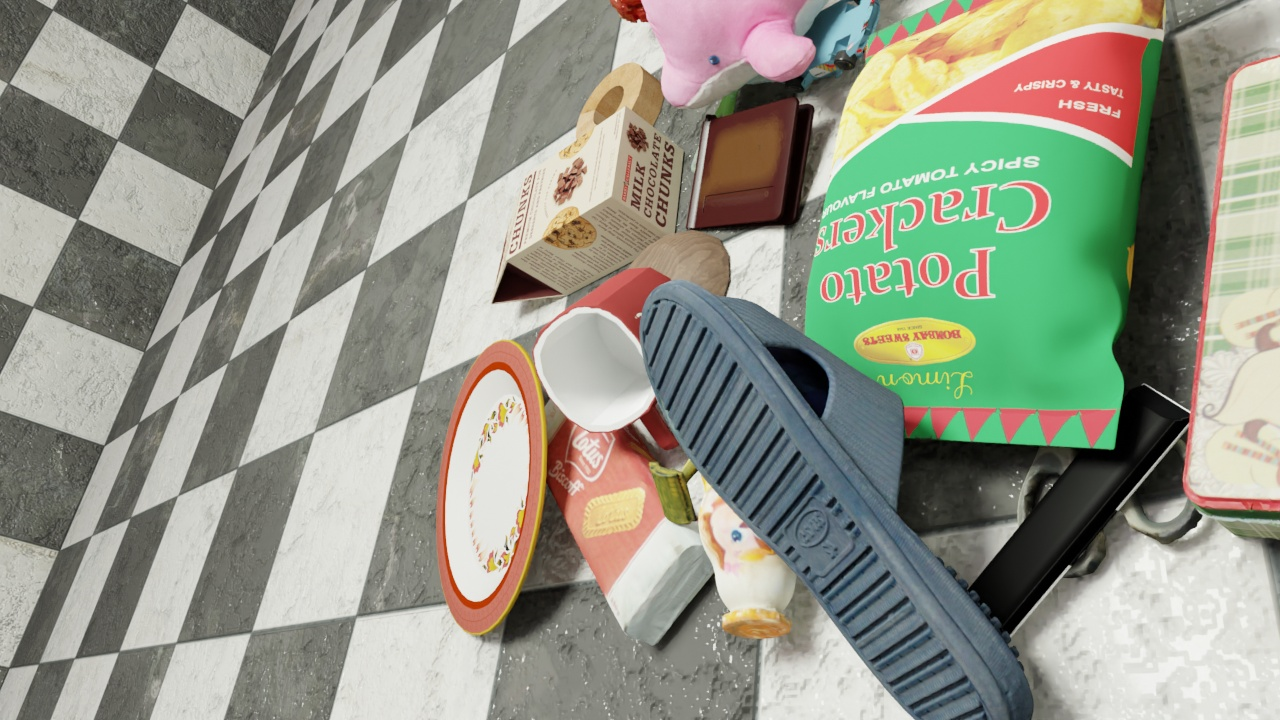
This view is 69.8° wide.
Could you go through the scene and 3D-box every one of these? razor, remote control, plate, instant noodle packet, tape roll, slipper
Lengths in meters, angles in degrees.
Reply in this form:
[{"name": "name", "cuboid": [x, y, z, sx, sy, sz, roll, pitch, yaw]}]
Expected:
[{"name": "razor", "cuboid": [0.044, 0.050, 0.566, 0.026, 0.042, 0.105, 12, 45, 36]}, {"name": "remote control", "cuboid": [0.184, 0.065, 0.394, 0.124, 0.011, 0.028, -58, 30, 15]}, {"name": "plate", "cuboid": [-0.115, 0.098, 0.726, 0.230, 0.021, 0.229, -27, 59, 56]}, {"name": "instant noodle packet", "cuboid": [0.165, -0.083, 0.469, 0.196, 0.090, 0.252, -3, 72, 60]}, {"name": "tape roll", "cuboid": [-0.021, -0.236, 0.874, 0.094, 0.027, 0.093, -31, 45, 36]}, {"name": "slipper", "cuboid": [0.098, 0.051, 0.439, 0.263, 0.082, 0.101, 52, 153, 24]}]

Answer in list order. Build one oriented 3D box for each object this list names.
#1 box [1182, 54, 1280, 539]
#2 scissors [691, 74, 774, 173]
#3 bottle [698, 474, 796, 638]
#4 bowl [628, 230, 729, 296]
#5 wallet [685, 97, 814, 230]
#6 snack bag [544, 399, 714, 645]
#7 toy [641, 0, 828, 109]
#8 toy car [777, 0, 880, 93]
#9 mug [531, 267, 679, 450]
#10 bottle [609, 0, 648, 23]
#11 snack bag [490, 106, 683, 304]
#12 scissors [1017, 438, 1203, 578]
[{"name": "box", "cuboid": [0.277, -0.032, 0.340, 0.118, 0.050, 0.205, -2, 64, 50]}, {"name": "scissors", "cuboid": [0.078, -0.231, 0.743, 0.171, 0.021, 0.172, -63, 22, 5]}, {"name": "bottle", "cuboid": [0.063, 0.095, 0.505, 0.063, 0.063, 0.108, -26, 48, 39]}, {"name": "bowl", "cuboid": [0.014, -0.052, 0.698, 0.118, 0.030, 0.117, -31, 45, 36]}, {"name": "wallet", "cuboid": [0.076, -0.144, 0.679, 0.116, 0.018, 0.091, 8, 90, 55]}, {"name": "snack bag", "cuboid": [-0.020, 0.089, 0.636, 0.077, 0.041, 0.225, -55, 36, 11]}, {"name": "toy", "cuboid": [0.081, -0.283, 0.629, 0.266, 0.127, 0.186, -40, 38, 37]}, {"name": "toy car", "cuboid": [0.141, -0.227, 0.658, 0.108, 0.027, 0.060, 4, 75, 66]}, {"name": "mug", "cuboid": [-0.004, 0.004, 0.622, 0.081, 0.116, 0.096, -32, 6, 28]}, {"name": "bottle", "cuboid": [0.016, -0.376, 0.863, 0.111, 0.099, 0.098, -11, 58, 40]}, {"name": "snack bag", "cuboid": [-0.063, -0.123, 0.812, 0.207, 0.070, 0.094, -22, 50, 42]}, {"name": "scissors", "cuboid": [0.207, 0.017, 0.424, 0.133, 0.012, 0.169, -5, 61, 56]}]
